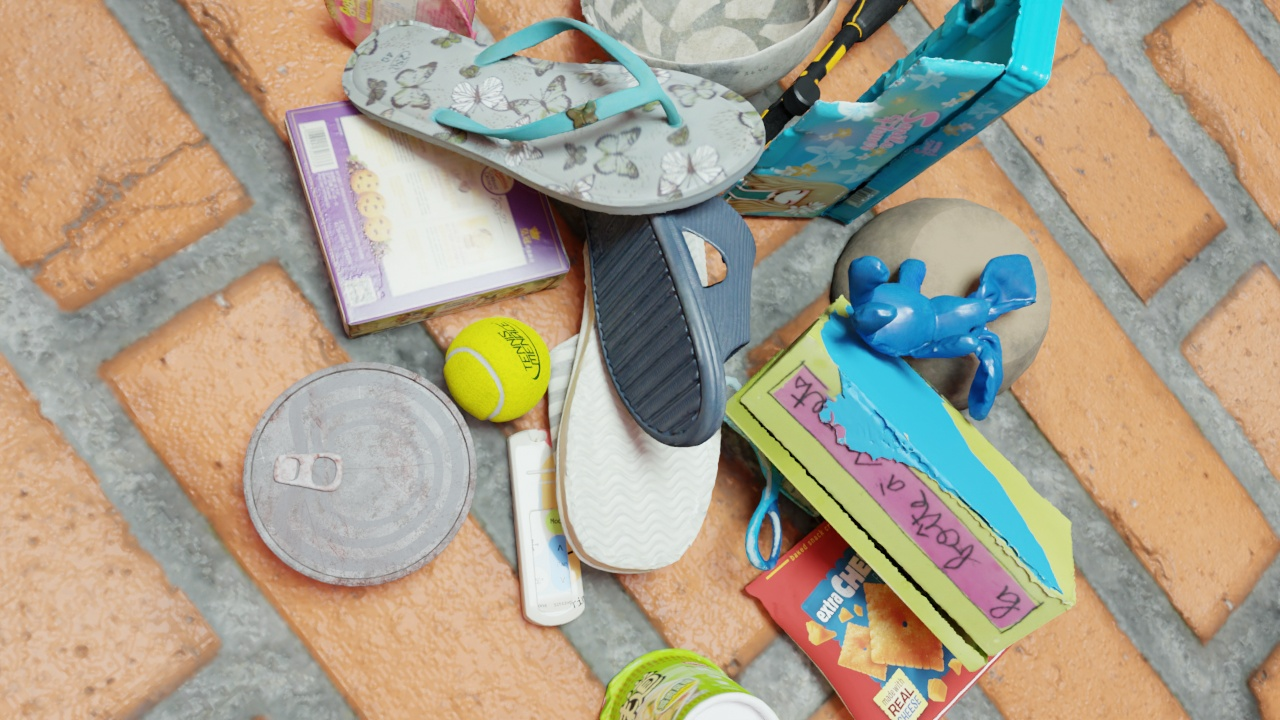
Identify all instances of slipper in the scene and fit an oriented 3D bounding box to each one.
[{"bbox_3d":[0.020,-0.068,0.567,0.082,0.101,0.263,2,60,-31],"label":"slipper"},{"bbox_3d":[-0.063,-0.149,0.524,0.269,0.055,0.098,17,71,17],"label":"slipper"},{"bbox_3d":[-0.004,0.004,0.607,0.114,0.054,0.272,11,68,-15],"label":"slipper"}]

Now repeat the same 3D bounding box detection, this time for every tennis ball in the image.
[{"bbox_3d":[-0.089,0.005,0.574,0.065,0.065,0.065,3,78,-15],"label":"tennis ball"}]

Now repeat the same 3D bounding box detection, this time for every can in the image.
[{"bbox_3d":[-0.166,0.068,0.550,0.130,0.044,0.130,3,78,-15],"label":"can"}]

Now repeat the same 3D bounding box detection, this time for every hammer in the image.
[{"bbox_3d":[0.157,-0.244,0.687,0.036,0.123,0.319,44,60,-8],"label":"hammer"}]

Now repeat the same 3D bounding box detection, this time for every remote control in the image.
[{"bbox_3d":[-0.061,0.105,0.587,0.038,0.018,0.125,-3,78,-17],"label":"remote control"}]

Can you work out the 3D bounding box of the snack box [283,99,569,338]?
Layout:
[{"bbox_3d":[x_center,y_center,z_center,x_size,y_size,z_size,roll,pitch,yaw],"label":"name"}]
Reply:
[{"bbox_3d":[-0.137,-0.103,0.596,0.147,0.041,0.143,-16,83,-18],"label":"snack box"}]

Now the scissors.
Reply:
[{"bbox_3d":[0.083,0.075,0.606,0.134,0.011,0.139,47,43,-32],"label":"scissors"}]

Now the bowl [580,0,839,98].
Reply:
[{"bbox_3d":[0.051,-0.240,0.647,0.178,0.081,0.178,-5,59,8],"label":"bowl"}]

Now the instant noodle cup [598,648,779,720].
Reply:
[{"bbox_3d":[0.035,0.226,0.541,0.099,0.108,0.098,3,78,-16],"label":"instant noodle cup"}]

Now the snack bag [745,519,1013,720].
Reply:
[{"bbox_3d":[0.163,0.173,0.623,0.130,0.039,0.144,-35,79,-21],"label":"snack bag"}]

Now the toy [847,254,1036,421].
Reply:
[{"bbox_3d":[0.184,-0.021,0.575,0.176,0.071,0.112,5,75,-35],"label":"toy"}]

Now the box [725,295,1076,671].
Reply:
[{"bbox_3d":[0.166,0.069,0.587,0.221,0.083,0.124,44,27,4],"label":"box"}]

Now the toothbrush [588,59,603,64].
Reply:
[{"bbox_3d":[0.005,-0.162,0.660,0.135,0.022,0.017,52,39,0],"label":"toothbrush"}]

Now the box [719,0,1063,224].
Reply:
[{"bbox_3d":[0.160,-0.150,0.591,0.169,0.228,0.086,-38,90,-20],"label":"box"}]

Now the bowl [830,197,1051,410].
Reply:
[{"bbox_3d":[0.227,-0.046,0.671,0.162,0.070,0.162,3,78,-15],"label":"bowl"}]

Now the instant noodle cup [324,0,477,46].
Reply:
[{"bbox_3d":[-0.144,-0.265,0.605,0.097,0.098,0.108,17,67,-12],"label":"instant noodle cup"}]
